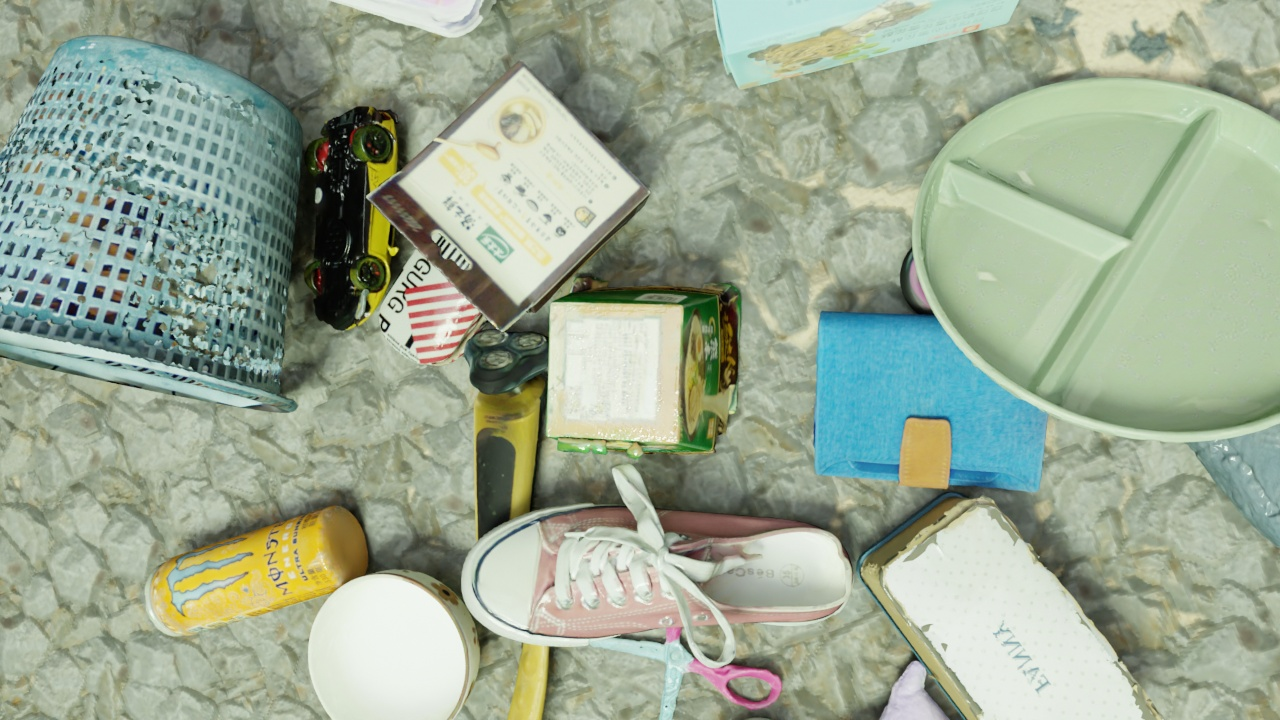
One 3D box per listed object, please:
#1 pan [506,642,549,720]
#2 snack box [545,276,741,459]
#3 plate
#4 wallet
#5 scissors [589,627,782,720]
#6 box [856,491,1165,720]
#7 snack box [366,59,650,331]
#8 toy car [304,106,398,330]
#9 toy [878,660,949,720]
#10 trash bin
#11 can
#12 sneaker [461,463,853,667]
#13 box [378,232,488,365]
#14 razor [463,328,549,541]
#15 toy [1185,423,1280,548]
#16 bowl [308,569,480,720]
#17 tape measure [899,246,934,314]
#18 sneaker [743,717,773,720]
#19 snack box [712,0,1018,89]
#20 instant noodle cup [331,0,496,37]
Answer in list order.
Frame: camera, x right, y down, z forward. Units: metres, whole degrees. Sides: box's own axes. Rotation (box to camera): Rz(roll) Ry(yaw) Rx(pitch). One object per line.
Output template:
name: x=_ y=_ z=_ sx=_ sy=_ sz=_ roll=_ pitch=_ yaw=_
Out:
pan: x=-0.085 y=0.311 z=0.574 sx=0.198 sy=0.078 sz=0.357 roll=-6 pitch=86 yaw=50
snack box: x=-0.003 y=0.003 z=0.557 sx=0.118 sy=0.105 sz=0.117 roll=2 pitch=90 yaw=12
plate: x=0.263 y=-0.059 z=0.492 sx=0.230 sy=0.027 sz=0.229 roll=-4 pitch=63 yaw=7
wallet: x=0.169 y=0.024 z=0.541 sx=0.133 sy=0.040 sz=0.106 roll=3 pitch=111 yaw=15
scissors: x=0.029 y=0.190 z=0.599 sx=0.133 sy=0.017 sz=0.133 roll=10 pitch=97 yaw=12
box: x=0.205 y=0.159 z=0.529 sx=0.090 sy=0.062 sz=0.184 roll=-34 pitch=81 yaw=-3
snack box: x=-0.077 y=-0.097 z=0.558 sx=0.125 sy=0.053 sz=0.113 roll=-45 pitch=91 yaw=-5
toy car: x=-0.196 y=-0.097 z=0.627 sx=0.071 sy=0.041 sz=0.156 roll=0 pitch=87 yaw=40
toy: x=0.175 y=0.249 z=0.553 sx=0.084 sy=0.039 sz=0.108 roll=-43 pitch=88 yaw=-2
trash bin: x=-0.313 y=-0.084 z=0.585 sx=0.227 sy=0.226 sz=0.195 roll=9 pitch=80 yaw=12
can: x=-0.267 y=0.148 z=0.642 sx=0.146 sy=0.058 sz=0.058 roll=-18 pitch=86 yaw=12
sneaker: x=0.009 y=0.122 z=0.544 sx=0.241 sy=0.088 sz=0.118 roll=0 pitch=67 yaw=3
box: x=-0.112 y=-0.069 z=0.605 sx=0.072 sy=0.060 sz=0.164 roll=33 pitch=93 yaw=-14
razor: x=-0.090 y=0.064 z=0.602 sx=0.062 sy=0.067 sz=0.167 roll=6 pitch=98 yaw=13
toy: x=0.394 y=0.052 z=0.479 sx=0.356 sy=0.091 sz=0.137 roll=14 pitch=81 yaw=10
bowl: x=-0.156 y=0.193 z=0.616 sx=0.113 sy=0.062 sz=0.113 roll=0 pitch=89 yaw=13
tape measure: x=0.185 y=-0.050 z=0.549 sx=0.057 sy=0.039 sz=0.058 roll=-29 pitch=90 yaw=15
sneaker: x=0.016 y=0.332 z=0.565 sx=0.089 sy=0.090 sz=0.242 roll=39 pitch=99 yaw=10
snack box: x=0.132 y=-0.213 z=0.541 sx=0.175 sy=0.074 sz=0.051 roll=-10 pitch=88 yaw=13
instant noodle cup: x=-0.134 y=-0.304 z=0.607 sx=0.138 sy=0.060 sz=0.173 roll=20 pitch=96 yaw=12
